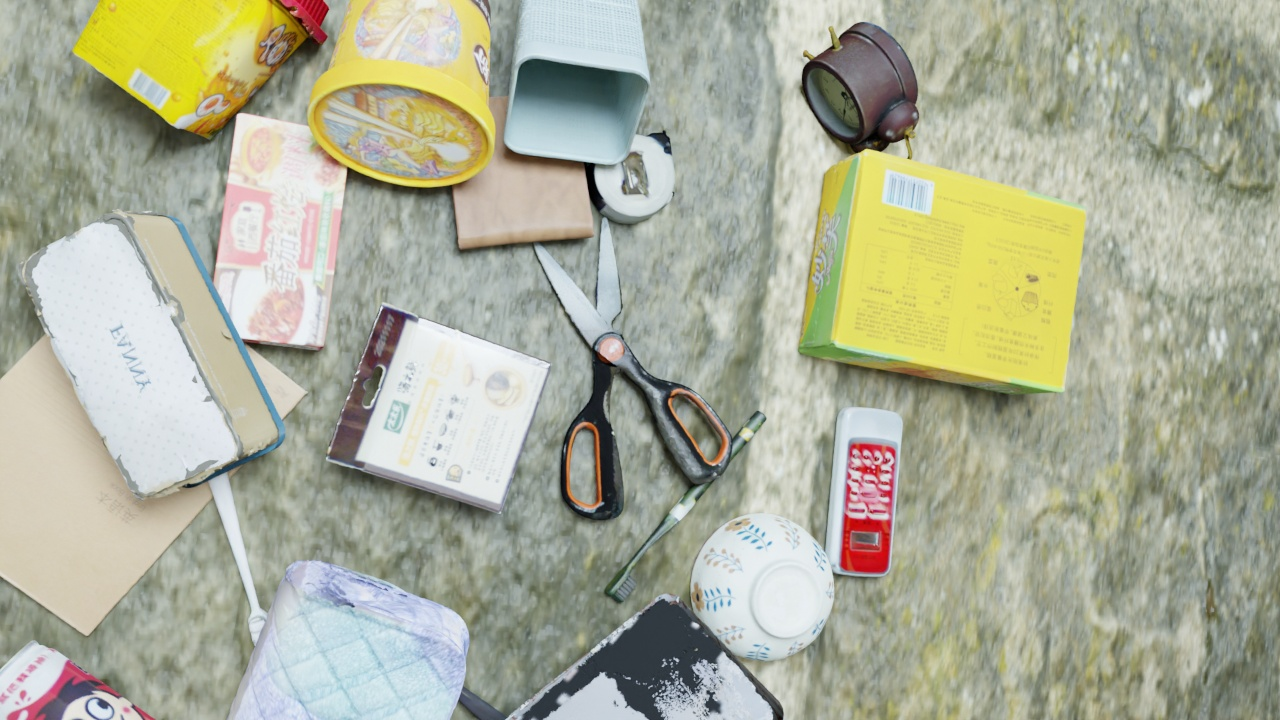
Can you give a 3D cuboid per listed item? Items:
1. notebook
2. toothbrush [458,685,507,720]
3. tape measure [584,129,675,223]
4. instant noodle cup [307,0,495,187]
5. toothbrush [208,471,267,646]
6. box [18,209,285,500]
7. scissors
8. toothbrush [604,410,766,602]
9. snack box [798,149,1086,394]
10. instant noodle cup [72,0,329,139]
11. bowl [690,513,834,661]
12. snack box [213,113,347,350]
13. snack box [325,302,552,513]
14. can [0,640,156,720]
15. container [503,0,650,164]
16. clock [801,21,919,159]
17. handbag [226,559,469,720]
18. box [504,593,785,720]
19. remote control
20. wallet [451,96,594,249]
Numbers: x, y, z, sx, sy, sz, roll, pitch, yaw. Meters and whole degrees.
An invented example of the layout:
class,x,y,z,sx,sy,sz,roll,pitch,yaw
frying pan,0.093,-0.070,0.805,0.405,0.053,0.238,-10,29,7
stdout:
class,x,y,z,sx,sy,sz,roll,pitch,yaw
notebook,-0.353,0.053,0.610,0.149,0.012,0.211,42,79,-11
toothbrush,-0.132,0.236,0.660,0.181,0.018,0.015,43,78,-12
tape measure,-0.007,-0.139,0.697,0.065,0.034,0.066,-9,90,-13
instant noodle cup,-0.153,-0.195,0.615,0.118,0.119,0.114,8,68,-14
toothbrush,-0.277,0.109,0.619,0.016,0.016,0.180,-15,95,-16
box,-0.300,0.002,0.575,0.090,0.059,0.184,-22,96,8
scissors,-0.022,0.016,0.690,0.221,0.022,0.210,37,82,-5
toothbrush,0.038,0.112,0.710,0.017,0.012,0.185,45,78,-15
snack box,0.243,-0.065,0.741,0.210,0.070,0.157,10,85,-14
instant noodle cup,-0.284,-0.218,0.593,0.116,0.116,0.123,36,91,-10
bowl,0.101,0.177,0.699,0.113,0.062,0.113,0,89,-16
snack box,-0.247,-0.087,0.630,0.075,0.025,0.153,8,84,-19
snack box,-0.139,0.034,0.645,0.125,0.053,0.113,20,83,-13
can,-0.348,0.237,0.582,0.132,0.053,0.053,41,78,-10
container,-0.046,-0.213,0.646,0.090,0.090,0.111,5,60,-13
clock,0.178,-0.206,0.724,0.055,0.082,0.122,-35,96,-9
handbag,-0.201,0.242,0.600,0.134,0.075,0.194,22,90,-9
box,0.020,0.307,0.654,0.182,0.157,0.194,-35,140,-18
remote control,0.182,0.106,0.744,0.056,0.020,0.136,7,86,-14
wallet,-0.091,-0.142,0.679,0.101,0.020,0.115,-8,85,-12
